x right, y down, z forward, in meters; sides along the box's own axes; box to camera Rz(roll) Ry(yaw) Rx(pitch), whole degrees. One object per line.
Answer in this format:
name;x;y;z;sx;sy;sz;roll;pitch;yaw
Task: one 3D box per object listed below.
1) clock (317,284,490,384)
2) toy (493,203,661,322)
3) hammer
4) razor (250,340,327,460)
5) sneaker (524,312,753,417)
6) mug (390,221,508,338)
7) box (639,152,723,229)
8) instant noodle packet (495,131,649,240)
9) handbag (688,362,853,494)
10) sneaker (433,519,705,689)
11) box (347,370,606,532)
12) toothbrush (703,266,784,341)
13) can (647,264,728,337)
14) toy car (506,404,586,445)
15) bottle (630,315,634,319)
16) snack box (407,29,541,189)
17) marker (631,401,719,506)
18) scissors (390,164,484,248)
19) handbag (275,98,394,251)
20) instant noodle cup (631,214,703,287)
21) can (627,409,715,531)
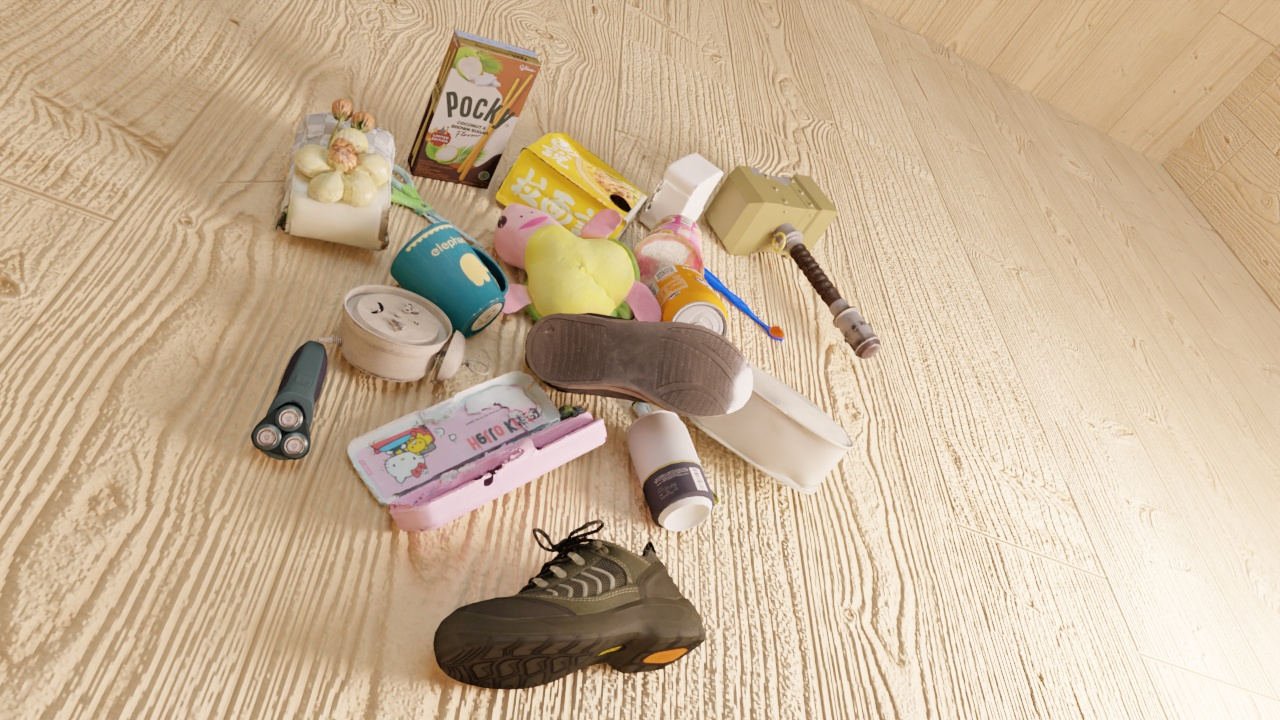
clock;-0.222;-0.014;0.890;0.157;0.061;0.103;22;26;-10
toy;-0.083;-0.100;1.062;0.238;0.088;0.189;37;70;20
hammer;0.248;-0.132;1.332;0.190;0.101;0.324;-1;49;-37
razor;-0.300;0.030;0.804;0.047;0.052;0.142;21;29;-19
sneaker;-0.005;0.006;0.948;0.234;0.120;0.095;5;88;-10
mug;-0.190;-0.085;0.977;0.104;0.085;0.111;47;36;8
box;0.048;-0.236;1.298;0.076;0.107;0.102;38;38;12
instant noodle packet;-0.075;-0.239;1.243;0.163;0.084;0.221;33;31;-4
handbag;0.143;0.063;1.069;0.200;0.093;0.199;34;17;1
sneaker;-0.060;0.182;0.759;0.237;0.101;0.142;8;48;-37
box;-0.143;0.086;0.830;0.201;0.073;0.150;-24;32;-36
toothbrush;0.128;-0.088;1.264;0.182;0.018;0.016;42;62;10
can;0.055;-0.060;1.094;0.079;0.079;0.142;21;17;-16
toy car;-0.094;0.078;0.907;0.105;0.033;0.048;-15;61;-32
bottle;-0.044;-0.095;1.123;0.112;0.047;0.046;45;39;14
snack box;-0.204;-0.298;1.113;0.101;0.186;0.031;5;46;-33
marker;0.036;0.099;0.992;0.017;0.017;0.146;-14;58;-44
scissors;-0.260;-0.175;1.083;0.175;0.033;0.078;36;34;9
handbag;-0.319;-0.209;0.984;0.112;0.124;0.171;9;49;-20
instant noodle cup;0.041;-0.140;1.205;0.097;0.098;0.108;30;30;-5
can;0.028;0.107;0.938;0.064;0.064;0.127;6;45;-31
